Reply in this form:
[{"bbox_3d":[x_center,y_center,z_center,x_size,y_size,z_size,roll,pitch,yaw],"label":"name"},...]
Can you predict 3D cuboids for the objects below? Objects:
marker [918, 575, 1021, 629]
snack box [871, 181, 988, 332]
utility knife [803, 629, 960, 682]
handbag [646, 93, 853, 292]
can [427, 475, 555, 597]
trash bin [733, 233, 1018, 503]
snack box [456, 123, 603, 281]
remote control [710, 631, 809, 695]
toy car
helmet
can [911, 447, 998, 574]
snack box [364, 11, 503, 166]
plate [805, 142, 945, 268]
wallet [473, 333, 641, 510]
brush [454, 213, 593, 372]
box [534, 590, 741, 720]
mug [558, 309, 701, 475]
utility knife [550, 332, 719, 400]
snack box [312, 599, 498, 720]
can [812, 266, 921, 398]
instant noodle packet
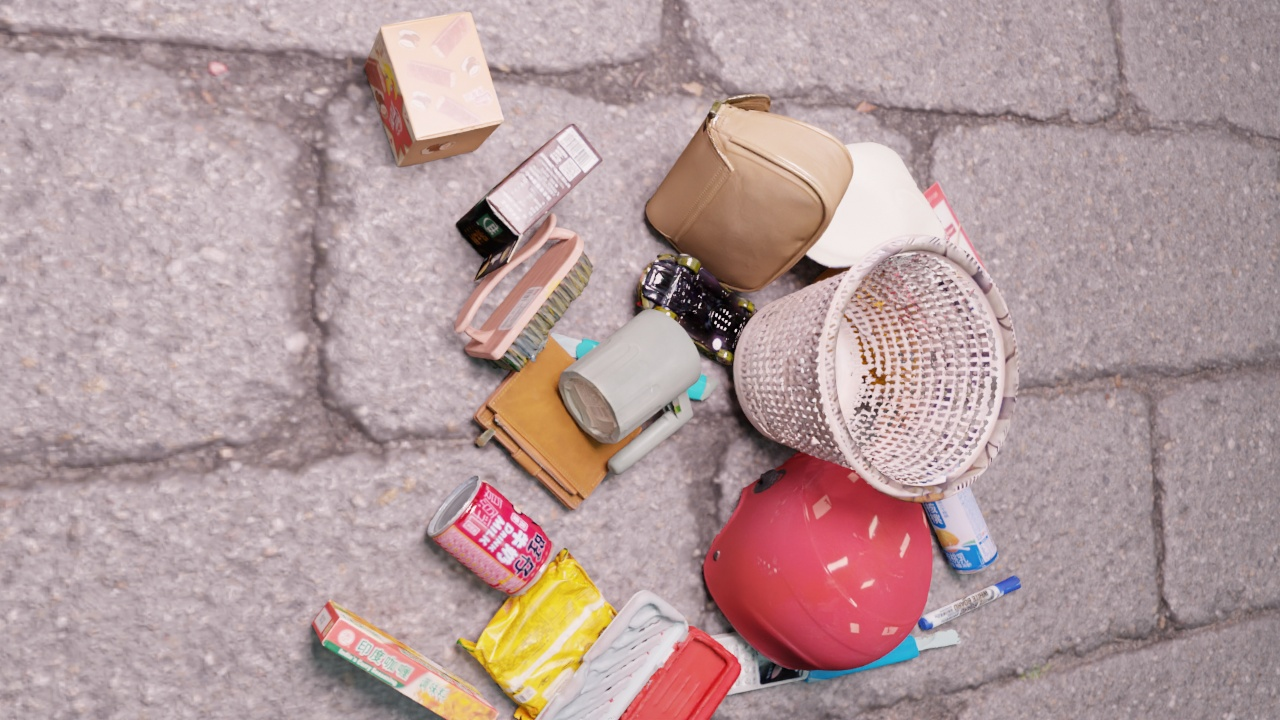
[{"bbox_3d":[0.375,0.275,1.043,0.145,0.017,0.017,-14,93,-24],"label":"marker"},{"bbox_3d":[0.310,-0.111,1.016,0.113,0.044,0.127,-39,104,-20],"label":"snack box"},{"bbox_3d":[0.265,0.313,0.989,0.207,0.018,0.034,-2,87,-23],"label":"utility knife"},{"bbox_3d":[0.099,-0.153,0.841,0.148,0.205,0.099,31,63,-7],"label":"handbag"},{"bbox_3d":[-0.128,0.153,0.794,0.094,0.067,0.066,44,71,-16],"label":"can"},{"bbox_3d":[0.198,0.009,0.852,0.227,0.192,0.227,1,88,-28],"label":"trash bin"},{"bbox_3d":[-0.103,-0.135,0.793,0.125,0.113,0.053,-45,104,-20],"label":"snack box"},{"bbox_3d":[0.104,0.300,0.916,0.149,0.021,0.058,-3,89,-24],"label":"remote control"},{"bbox_3d":[0.061,-0.046,0.900,0.158,0.042,0.070,32,75,-33],"label":"toy car"},{"bbox_3d":[0.199,0.186,0.890,0.207,0.144,0.239,42,67,-8],"label":"helmet"},{"bbox_3d":[0.345,0.165,1.014,0.053,0.053,0.134,-30,100,-23],"label":"can"},{"bbox_3d":[-0.176,-0.226,0.775,0.077,0.093,0.094,-19,96,-24],"label":"snack box"},{"bbox_3d":[0.216,-0.156,0.951,0.164,0.034,0.163,-10,57,-14],"label":"plate"},{"bbox_3d":[-0.077,0.061,0.838,0.130,0.035,0.118,47,69,-16],"label":"wallet"},{"bbox_3d":[-0.100,-0.061,0.818,0.073,0.063,0.145,45,70,-27],"label":"brush"},{"bbox_3d":[-0.012,0.320,0.835,0.160,0.050,0.201,43,81,-25],"label":"box"},{"bbox_3d":[-0.004,0.031,0.831,0.103,0.084,0.124,-36,125,-30],"label":"mug"},{"bbox_3d":[-0.005,0.005,0.886,0.178,0.013,0.029,18,81,-19],"label":"utility knife"},{"bbox_3d":[-0.194,0.253,0.754,0.155,0.077,0.027,39,72,-18],"label":"snack box"},{"bbox_3d":[0.241,-0.035,0.973,0.058,0.058,0.146,-35,102,-22],"label":"can"},{"bbox_3d":[-0.085,0.249,0.822,0.128,0.044,0.111,-40,105,-18],"label":"instant noodle packet"}]
